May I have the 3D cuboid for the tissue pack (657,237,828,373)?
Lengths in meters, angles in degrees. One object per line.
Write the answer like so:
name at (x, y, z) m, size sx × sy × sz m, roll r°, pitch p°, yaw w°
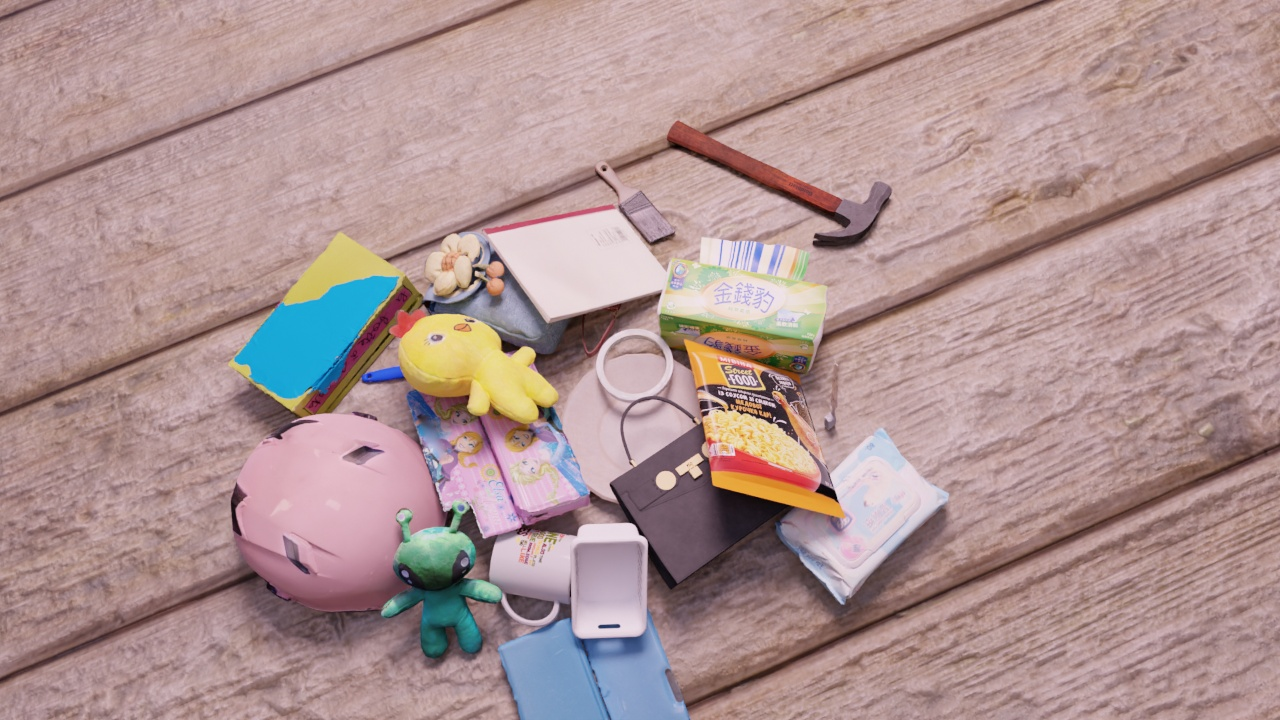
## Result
tissue pack at (0.128, -0.082, 1.112) m, size 0.198 × 0.120 × 0.141 m, roll 13°, pitch 69°, yaw 2°

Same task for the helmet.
helmet at (-0.358, 0.163, 1.041) m, size 0.255 × 0.152 × 0.229 m, roll 25°, pitch 76°, yaw 19°

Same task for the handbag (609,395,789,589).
handbag at (0.052, 0.123, 1.037) m, size 0.175 × 0.072 × 0.195 m, roll -33°, pitch 76°, yaw -14°

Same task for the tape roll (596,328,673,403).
tape roll at (-0.007, 0.006, 1.106) m, size 0.093 × 0.013 × 0.093 m, roll -2°, pitch 69°, yaw 4°

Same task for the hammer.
hammer at (0.169, -0.244, 1.212) m, size 0.301 × 0.028 × 0.111 m, roll 29°, pitch 73°, yaw 15°

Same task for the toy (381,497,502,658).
toy at (-0.217, 0.240, 0.997) m, size 0.130 × 0.193 × 0.072 m, roll -6°, pitch 25°, yaw -6°

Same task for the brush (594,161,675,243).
brush at (-0.012, -0.214, 1.223) m, size 0.039 × 0.012 × 0.151 m, roll -35°, pitch 70°, yaw -8°

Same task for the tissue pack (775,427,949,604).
tissue pack at (0.247, 0.170, 1.025) m, size 0.181 × 0.070 × 0.112 m, roll -41°, pitch 71°, yaw -11°

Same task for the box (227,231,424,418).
box at (-0.393, -0.038, 1.155) m, size 0.124 × 0.081 × 0.220 m, roll 30°, pitch 77°, yaw 16°

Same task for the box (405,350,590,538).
box at (-0.170, 0.094, 1.063) m, size 0.159 × 0.035 × 0.230 m, roll -17°, pitch 53°, yaw -17°

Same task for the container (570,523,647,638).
container at (-0.034, 0.233, 0.989) m, size 0.080 × 0.129 × 0.049 m, roll -1°, pitch 24°, yaw -4°

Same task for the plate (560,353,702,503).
plate at (0.000, 0.083, 1.100) m, size 0.189 × 0.027 × 0.188 m, roll -2°, pitch 69°, yaw 4°

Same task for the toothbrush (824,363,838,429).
toothbrush at (0.211, 0.042, 1.016) m, size 0.010 × 0.181 × 0.010 m, roll -38°, pitch 66°, yaw -7°

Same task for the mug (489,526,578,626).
mug at (-0.117, 0.242, 1.024) m, size 0.089 × 0.073 × 0.105 m, roll 8°, pitch 70°, yaw 8°

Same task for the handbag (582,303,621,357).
handbag at (-0.052, -0.053, 1.140) m, size 0.055 × 0.029 × 0.119 m, roll 6°, pitch 54°, yaw 9°

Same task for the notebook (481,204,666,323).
notebook at (-0.071, -0.126, 1.135) m, size 0.208 × 0.012 × 0.153 m, roll -19°, pitch 63°, yaw -40°

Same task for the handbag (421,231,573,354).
handbag at (-0.176, -0.089, 1.132) m, size 0.192 × 0.119 × 0.121 m, roll 22°, pitch 71°, yaw 16°

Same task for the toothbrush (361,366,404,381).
toothbrush at (-0.263, 0.009, 1.159) m, size 0.182 × 0.018 × 0.016 m, roll -9°, pitch 69°, yaw 4°

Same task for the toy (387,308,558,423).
toy at (-0.195, 0.009, 1.055) m, size 0.208 × 0.092 × 0.133 m, roll 22°, pitch 31°, yaw 17°

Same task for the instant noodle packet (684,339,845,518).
instant noodle packet at (0.133, 0.071, 1.015) m, size 0.159 × 0.032 × 0.220 m, roll 16°, pitch 38°, yaw -21°

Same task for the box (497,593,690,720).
box at (-0.037, 0.385, 0.986) m, size 0.174 × 0.033 × 0.231 m, roll -23°, pitch 68°, yaw -5°
